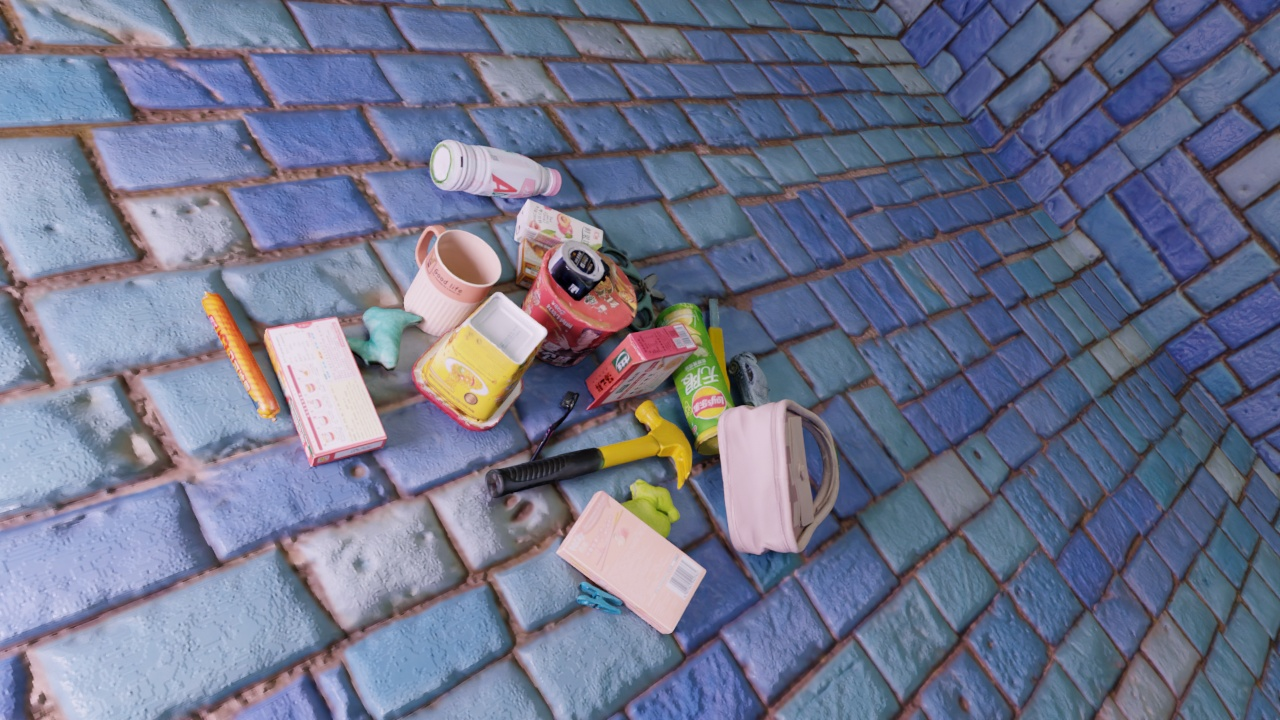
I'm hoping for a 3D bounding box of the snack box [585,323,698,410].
[{"bbox_3d":[-0.007,0.007,1.183,0.126,0.113,0.044,-13,66,-45],"label":"snack box"}]

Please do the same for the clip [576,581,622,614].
[{"bbox_3d":[-0.044,0.263,1.006,0.057,0.014,0.047,26,41,-19],"label":"clip"}]

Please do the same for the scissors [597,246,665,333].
[{"bbox_3d":[-0.015,-0.116,1.325,0.171,0.019,0.176,56,30,-12],"label":"scissors"}]

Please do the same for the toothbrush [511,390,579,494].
[{"bbox_3d":[-0.115,0.094,1.097,0.018,0.014,0.188,26,41,5],"label":"toothbrush"}]

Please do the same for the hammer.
[{"bbox_3d":[-0.053,0.118,1.089,0.300,0.033,0.129,-8,46,-44],"label":"hammer"}]

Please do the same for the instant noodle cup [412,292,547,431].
[{"bbox_3d":[-0.176,-0.002,1.042,0.116,0.124,0.115,40,40,-5],"label":"instant noodle cup"}]

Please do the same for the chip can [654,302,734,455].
[{"bbox_3d":[0.080,0.021,1.276,0.072,0.073,0.221,8,51,-35],"label":"chip can"}]

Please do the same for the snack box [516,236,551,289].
[{"bbox_3d":[-0.100,-0.113,1.280,0.153,0.026,0.075,21,45,-26],"label":"snack box"}]

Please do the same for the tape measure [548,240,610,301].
[{"bbox_3d":[-0.077,-0.112,1.120,0.066,0.034,0.065,46,38,-1],"label":"tape measure"}]

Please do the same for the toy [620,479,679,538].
[{"bbox_3d":[0.009,0.187,1.104,0.096,0.031,0.100,23,43,-24],"label":"toy"}]

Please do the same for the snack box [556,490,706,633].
[{"bbox_3d":[-0.009,0.228,1.036,0.157,0.026,0.084,38,61,-5],"label":"snack box"}]

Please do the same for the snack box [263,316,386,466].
[{"bbox_3d":[-0.328,0.029,0.954,0.076,0.027,0.155,-14,65,-34],"label":"snack box"}]

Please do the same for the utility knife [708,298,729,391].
[{"bbox_3d":[0.116,-0.016,1.382,0.033,0.015,0.215,27,44,-29],"label":"utility knife"}]

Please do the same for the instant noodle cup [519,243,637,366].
[{"bbox_3d":[-0.089,-0.063,1.180,0.138,0.109,0.137,23,44,-24],"label":"instant noodle cup"}]

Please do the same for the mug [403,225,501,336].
[{"bbox_3d":[-0.234,-0.102,1.095,0.081,0.106,0.114,-16,67,-46],"label":"mug"}]

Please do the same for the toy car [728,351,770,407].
[{"bbox_3d":[0.167,0.043,1.351,0.054,0.037,0.120,23,45,-49],"label":"toy car"}]

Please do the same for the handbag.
[{"bbox_3d":[0.203,0.148,1.220,0.233,0.094,0.193,0,85,-54],"label":"handbag"}]

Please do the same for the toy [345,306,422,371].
[{"bbox_3d":[-0.297,-0.027,1.038,0.096,0.030,0.091,10,48,-20],"label":"toy"}]

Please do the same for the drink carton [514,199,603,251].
[{"bbox_3d":[-0.116,-0.177,1.307,0.122,0.046,0.053,20,51,-25],"label":"drink carton"}]

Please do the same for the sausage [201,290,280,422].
[{"bbox_3d":[-0.407,-0.006,0.933,0.021,0.022,0.165,-17,67,-47],"label":"sausage"}]

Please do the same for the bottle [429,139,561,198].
[{"bbox_3d":[-0.198,-0.265,1.301,0.196,0.068,0.068,0,56,-44],"label":"bottle"}]
